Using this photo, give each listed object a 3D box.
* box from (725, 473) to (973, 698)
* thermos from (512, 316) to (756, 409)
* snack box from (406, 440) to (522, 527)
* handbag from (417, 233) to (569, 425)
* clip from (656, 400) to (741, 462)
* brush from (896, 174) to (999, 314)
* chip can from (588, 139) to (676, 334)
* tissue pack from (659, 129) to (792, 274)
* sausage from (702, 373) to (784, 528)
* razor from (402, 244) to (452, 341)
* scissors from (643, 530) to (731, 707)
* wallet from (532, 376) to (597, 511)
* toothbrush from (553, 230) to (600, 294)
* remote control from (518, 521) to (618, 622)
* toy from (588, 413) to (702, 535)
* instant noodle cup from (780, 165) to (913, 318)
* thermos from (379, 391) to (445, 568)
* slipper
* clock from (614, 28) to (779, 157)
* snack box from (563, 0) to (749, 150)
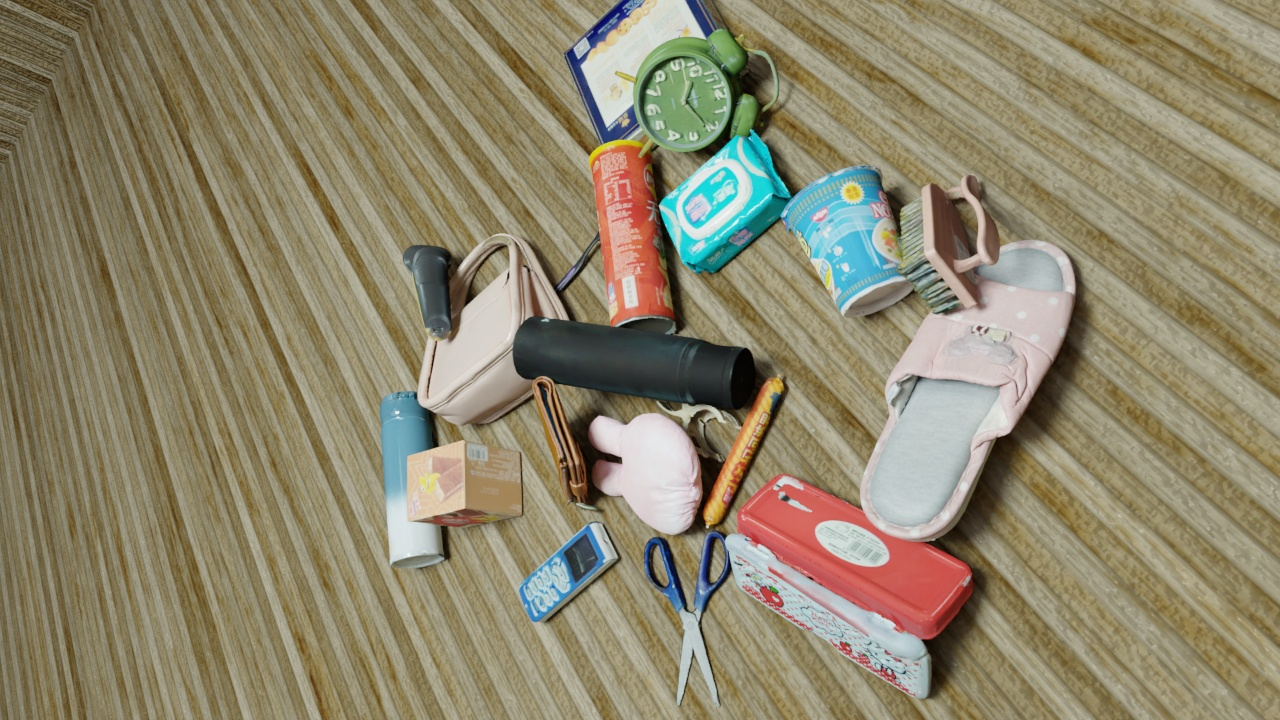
[{"bbox_3d":[0.175,0.187,0.784,0.095,0.100,0.201,-39,44,-27],"label":"box"},{"bbox_3d":[-0.005,0.005,0.919,0.243,0.090,0.068,9,82,28],"label":"thermos"},{"bbox_3d":[-0.200,0.143,1.046,0.095,0.092,0.077,-17,68,32],"label":"snack box"},{"bbox_3d":[-0.182,-0.056,1.101,0.194,0.093,0.233,-36,49,30],"label":"handbag"},{"bbox_3d":[0.064,0.049,0.912,0.087,0.034,0.104,-45,47,23],"label":"clip"},{"bbox_3d":[0.256,-0.105,0.760,0.073,0.063,0.145,-33,22,33],"label":"brush"},{"bbox_3d":[-0.009,-0.130,0.990,0.073,0.073,0.216,-21,65,31],"label":"chip can"},{"bbox_3d":[0.088,-0.161,0.939,0.134,0.050,0.093,-39,56,22],"label":"tissue pack"},{"bbox_3d":[0.098,0.087,0.880,0.021,0.021,0.165,28,96,39],"label":"sausage"},{"bbox_3d":[-0.254,-0.082,1.120,0.167,0.062,0.068,-112,32,-47],"label":"razor"},{"bbox_3d":[0.045,0.240,0.886,0.163,0.012,0.162,33,99,36],"label":"scissors"},{"bbox_3d":[-0.081,0.095,0.955,0.035,0.131,0.119,-21,64,-10],"label":"wallet"},{"bbox_3d":[-0.085,-0.095,1.079,0.189,0.016,0.014,-47,46,21],"label":"toothbrush"},{"bbox_3d":[-0.078,0.226,0.974,0.125,0.024,0.049,-44,56,21],"label":"remote control"},{"bbox_3d":[0.003,0.106,0.915,0.160,0.054,0.121,16,114,48],"label":"toy"},{"bbox_3d":[0.192,-0.101,0.822,0.099,0.099,0.110,-30,70,27],"label":"instant noodle cup"},{"bbox_3d":[-0.283,0.142,1.130,0.070,0.070,0.220,-26,62,29],"label":"thermos"},{"bbox_3d":[0.257,0.015,0.731,0.114,0.054,0.274,24,80,41],"label":"slipper"},{"bbox_3d":[0.063,-0.276,0.951,0.161,0.056,0.116,-11,114,16],"label":"clock"},{"bbox_3d":[0.011,-0.343,1.050,0.178,0.045,0.182,-35,59,24],"label":"snack box"}]
